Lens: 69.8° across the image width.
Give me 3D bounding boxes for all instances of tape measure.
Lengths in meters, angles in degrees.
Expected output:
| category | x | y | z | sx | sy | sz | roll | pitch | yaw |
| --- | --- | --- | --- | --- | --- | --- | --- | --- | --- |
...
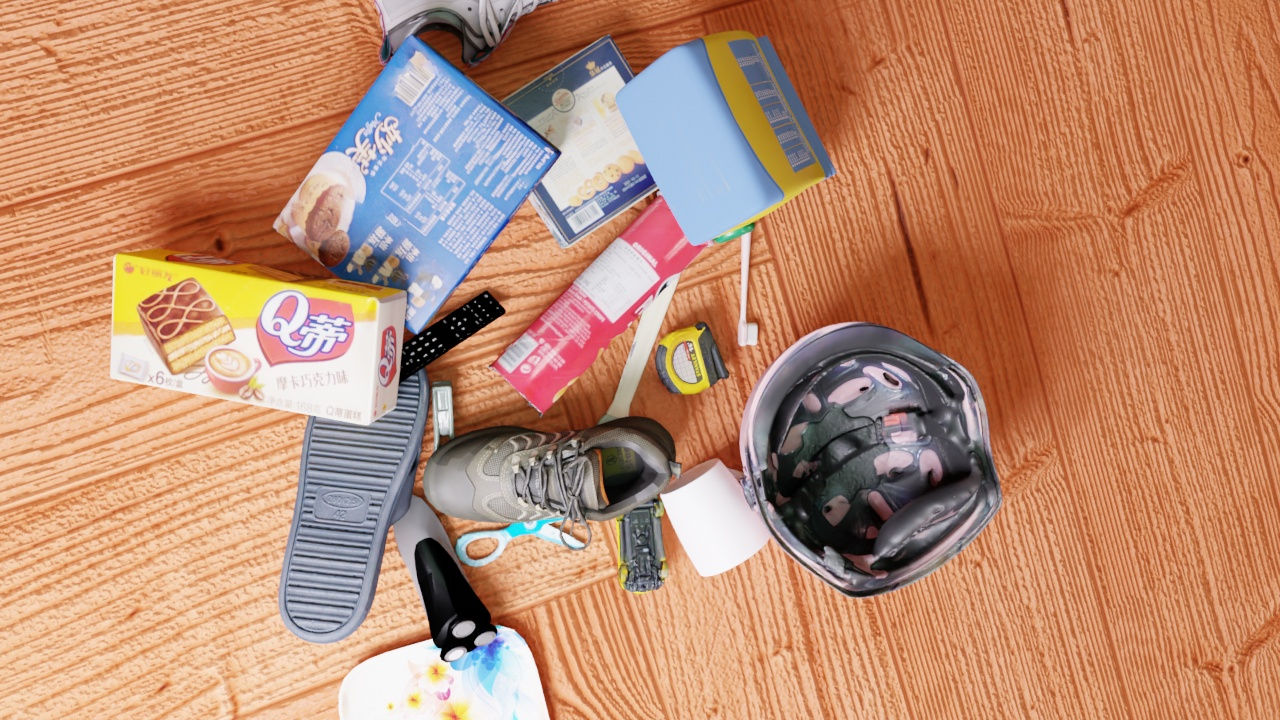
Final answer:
| category | x | y | z | sx | sy | sz | roll | pitch | yaw |
| --- | --- | --- | --- | --- | --- | --- | --- | --- | --- |
| tape measure | 0.046 | 0.000 | 0.899 | 0.064 | 0.037 | 0.065 | -26 | 97 | -10 |

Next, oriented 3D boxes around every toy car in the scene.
| category | x | y | z | sx | sy | sz | roll | pitch | yaw |
| --- | --- | --- | --- | --- | --- | --- | --- | --- | --- |
| toy car | 0.000 | 0.175 | 0.902 | 0.049 | 0.030 | 0.107 | -1 | 82 | -10 |

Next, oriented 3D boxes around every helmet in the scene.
| category | x | y | z | sx | sy | sz | roll | pitch | yaw |
| --- | --- | --- | --- | --- | --- | --- | --- | --- | --- |
| helmet | 0.203 | 0.082 | 0.875 | 0.230 | 0.152 | 0.255 | -37 | 100 | -1 |

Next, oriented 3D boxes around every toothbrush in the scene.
| category | x | y | z | sx | sy | sz | roll | pitch | yaw |
| --- | --- | --- | --- | --- | --- | --- | --- | --- | --- |
| toothbrush | 0.108 | -0.105 | 0.918 | 0.018 | 0.016 | 0.181 | -1 | 94 | -18 |

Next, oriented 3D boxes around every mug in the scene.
| category | x | y | z | sx | sy | sz | roll | pitch | yaw |
| --- | --- | --- | --- | --- | --- | --- | --- | --- | --- |
| mug | 0.081 | 0.143 | 0.901 | 0.114 | 0.081 | 0.087 | -33 | 93 | -39 |

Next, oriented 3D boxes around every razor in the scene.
| category | x | y | z | sx | sy | sz | roll | pitch | yaw |
| --- | --- | --- | --- | --- | --- | --- | --- | --- | --- |
| razor | -0.190 | 0.200 | 0.858 | 0.057 | 0.060 | 0.156 | -24 | 77 | -18 |

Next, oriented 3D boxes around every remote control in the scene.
| category | x | y | z | sx | sy | sz | roll | pitch | yaw |
| --- | --- | --- | --- | --- | --- | --- | --- | --- | --- |
| remote control | -0.187 | -0.018 | 0.842 | 0.139 | 0.009 | 0.030 | -37 | 69 | -24 |

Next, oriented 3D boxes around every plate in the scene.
| category | x | y | z | sx | sy | sz | roll | pitch | yaw |
| --- | --- | --- | --- | --- | --- | --- | --- | --- | --- |
| plate | -0.183 | 0.355 | 0.883 | 0.186 | 0.016 | 0.187 | -14 | 95 | -10 |

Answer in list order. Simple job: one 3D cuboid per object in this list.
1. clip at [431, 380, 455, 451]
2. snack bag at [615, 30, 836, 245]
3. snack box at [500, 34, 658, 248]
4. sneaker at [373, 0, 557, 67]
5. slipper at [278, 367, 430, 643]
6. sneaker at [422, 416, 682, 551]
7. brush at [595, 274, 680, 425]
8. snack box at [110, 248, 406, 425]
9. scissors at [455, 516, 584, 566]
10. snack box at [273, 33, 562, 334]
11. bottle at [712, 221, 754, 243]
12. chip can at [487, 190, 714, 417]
| category | x | y | z | sx | sy | sz | roll | pitch | yaw |
| --- | --- | --- | --- | --- | --- | --- | --- | --- | --- |
| clip | -0.183 | 0.057 | 0.855 | 0.023 | 0.049 | 0.078 | -3 | 87 | -10 |
| snack bag | 0.097 | -0.214 | 0.838 | 0.204 | 0.103 | 0.159 | -32 | 96 | -44 |
| snack box | -0.052 | -0.204 | 0.866 | 0.144 | 0.042 | 0.145 | -34 | 99 | -7 |
| sneaker | -0.122 | -0.333 | 0.828 | 0.263 | 0.097 | 0.129 | -6 | 106 | -12 |
| slipper | -0.254 | 0.118 | 0.820 | 0.101 | 0.083 | 0.263 | 10 | 68 | -3 |
| sneaker | -0.072 | 0.113 | 0.814 | 0.237 | 0.143 | 0.101 | -8 | 100 | -10 |
| brush | -0.005 | 0.005 | 0.904 | 0.033 | 0.012 | 0.217 | 20 | 87 | -11 |
| snack box | -0.321 | -0.023 | 0.775 | 0.230 | 0.061 | 0.110 | 10 | 102 | 5 |
| scissors | -0.113 | 0.145 | 0.889 | 0.140 | 0.013 | 0.114 | -9 | 93 | -8 |
| snack box | -0.192 | -0.151 | 0.804 | 0.155 | 0.069 | 0.203 | 38 | 101 | -11 |
| bottle | 0.073 | -0.171 | 0.891 | 0.043 | 0.043 | 0.111 | -22 | 91 | -10 |
| chip can | -0.037 | -0.053 | 0.863 | 0.073 | 0.073 | 0.233 | 45 | 85 | -10 |
